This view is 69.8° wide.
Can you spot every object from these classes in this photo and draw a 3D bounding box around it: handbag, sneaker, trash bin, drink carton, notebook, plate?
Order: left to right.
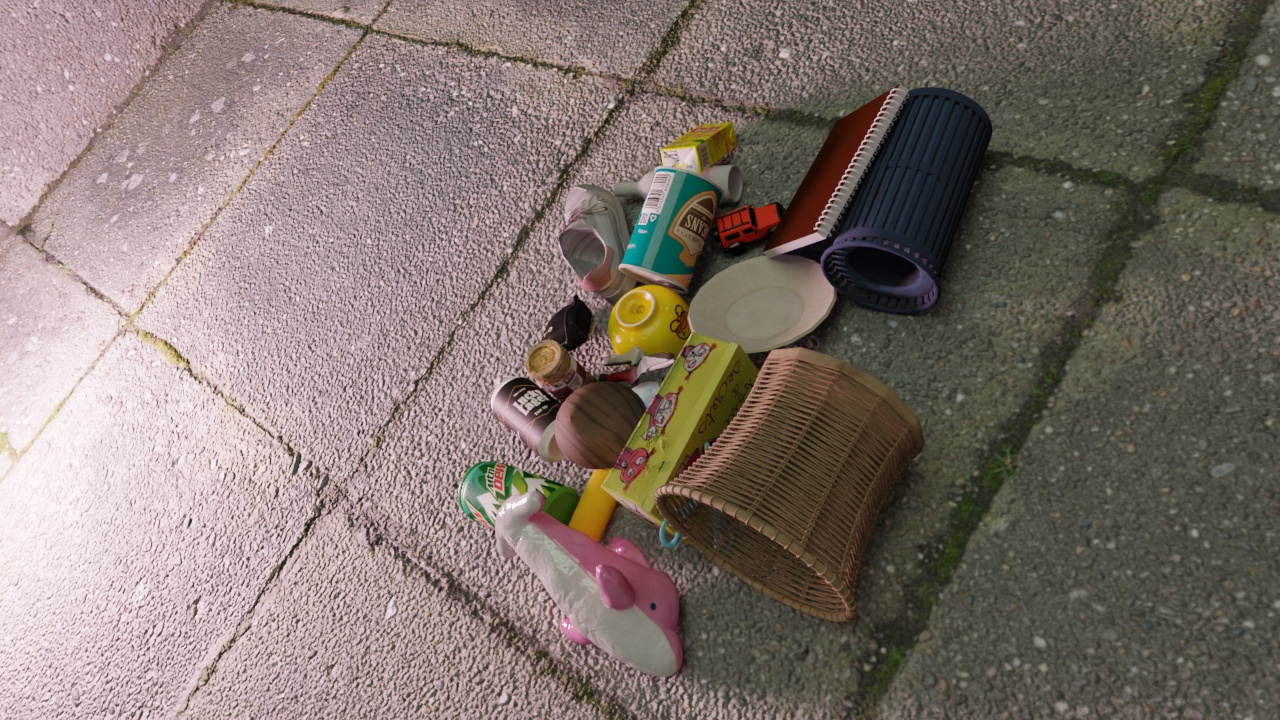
[{"bbox_3d":[-0.108,-0.043,1.272,0.079,0.054,0.128,-34,18,14],"label":"handbag"},{"bbox_3d":[-0.079,-0.186,1.327,0.099,0.089,0.236,-41,49,22],"label":"sneaker"},{"bbox_3d":[0.085,-0.305,1.310,0.059,0.043,0.134,2,28,30],"label":"drink carton"},{"bbox_3d":[0.155,-0.066,1.156,0.189,0.027,0.188,-14,40,11],"label":"plate"},{"bbox_3d":[0.238,-0.230,1.133,0.209,0.022,0.172,-60,12,-9],"label":"notebook"},{"bbox_3d":[0.323,-0.197,1.094,0.139,0.139,0.249,12,66,34],"label":"trash bin"}]

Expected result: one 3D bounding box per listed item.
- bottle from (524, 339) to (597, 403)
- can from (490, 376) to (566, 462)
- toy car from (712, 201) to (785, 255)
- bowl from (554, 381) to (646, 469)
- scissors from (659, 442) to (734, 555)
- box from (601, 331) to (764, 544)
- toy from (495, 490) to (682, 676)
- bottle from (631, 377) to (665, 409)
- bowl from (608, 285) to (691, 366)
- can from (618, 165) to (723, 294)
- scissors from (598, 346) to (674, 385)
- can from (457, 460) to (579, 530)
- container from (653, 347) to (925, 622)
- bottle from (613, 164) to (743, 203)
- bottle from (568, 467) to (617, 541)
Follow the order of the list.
[{"bbox_3d":[-0.103,0.021,1.214,0.056,0.105,0.056,-14,56,21],"label":"bottle"},{"bbox_3d":[-0.138,0.077,1.221,0.128,0.072,0.072,34,81,39],"label":"can"},{"bbox_3d":[0.148,-0.182,1.236,0.100,0.049,0.051,-18,54,18],"label":"toy car"},{"bbox_3d":[-0.051,0.073,1.134,0.119,0.032,0.119,-4,63,8],"label":"bowl"},{"bbox_3d":[0.082,0.166,1.034,0.139,0.118,0.015,-53,23,-13],"label":"scissors"},{"bbox_3d":[0.059,0.089,1.074,0.079,0.124,0.220,22,72,36],"label":"box"},{"bbox_3d":[-0.045,0.239,1.036,0.265,0.187,0.127,39,49,9],"label":"toy"},{"bbox_3d":[-0.006,0.056,1.181,0.116,0.041,0.041,-30,51,10],"label":"bottle"},{"bbox_3d":[0.006,-0.053,1.223,0.117,0.067,0.117,-14,56,21],"label":"bowl"},{"bbox_3d":[0.041,-0.174,1.237,0.099,0.099,0.144,17,85,35],"label":"can"},{"bbox_3d":[-0.009,0.013,1.162,0.188,0.015,0.140,53,128,56],"label":"scissors"},{"bbox_3d":[-0.154,0.181,1.158,0.144,0.083,0.083,13,69,34],"label":"can"},{"bbox_3d":[0.161,0.122,0.942,0.227,0.227,0.195,20,66,36],"label":"container"},{"bbox_3d":[0.049,-0.252,1.332,0.195,0.052,0.052,3,63,31],"label":"bottle"},{"bbox_3d":[-0.052,0.175,1.131,0.043,0.043,0.143,13,68,34],"label":"bottle"}]
